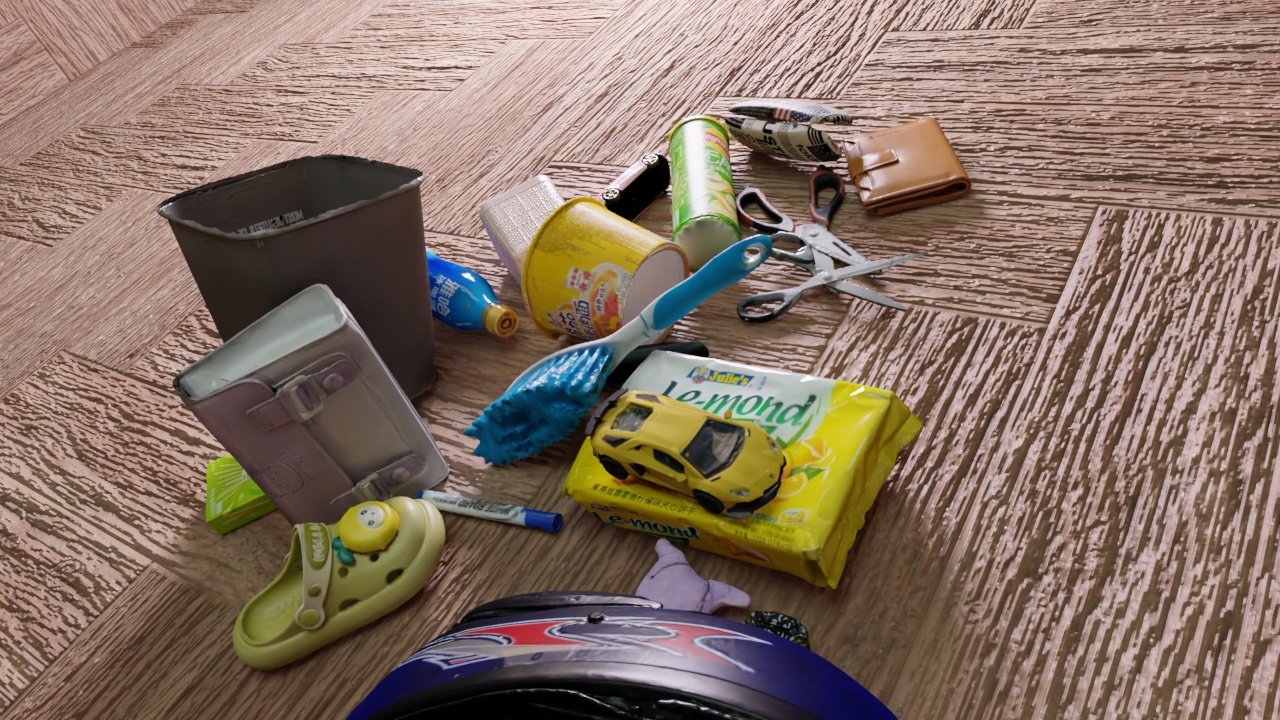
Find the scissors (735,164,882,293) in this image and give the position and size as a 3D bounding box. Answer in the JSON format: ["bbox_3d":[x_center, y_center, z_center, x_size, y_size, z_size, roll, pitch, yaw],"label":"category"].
[{"bbox_3d":[0.172,-0.140,0.935,0.190,0.015,0.221,8,48,30],"label":"scissors"}]

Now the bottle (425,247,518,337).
[{"bbox_3d":[-0.206,-0.073,0.994,0.065,0.065,0.219,-42,45,-22],"label":"bottle"}]

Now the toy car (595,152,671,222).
[{"bbox_3d":[-0.012,-0.189,1.042,0.037,0.056,0.122,26,59,33],"label":"toy car"}]

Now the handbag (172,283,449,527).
[{"bbox_3d":[-0.270,0.056,0.777,0.144,0.197,0.098,-33,41,-12],"label":"handbag"}]

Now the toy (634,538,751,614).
[{"bbox_3d":[0.016,0.183,0.633,0.084,0.039,0.107,25,57,31],"label":"toy"}]

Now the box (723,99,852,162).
[{"bbox_3d":[0.162,-0.271,1.015,0.163,0.074,0.081,29,94,50],"label":"box"}]

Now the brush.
[{"bbox_3d":[-0.026,-0.004,0.758,0.316,0.060,0.109,-29,19,40],"label":"brush"}]

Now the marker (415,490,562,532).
[{"bbox_3d":[-0.131,0.127,0.778,0.146,0.017,0.016,5,47,28],"label":"marker"}]

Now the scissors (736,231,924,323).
[{"bbox_3d":[0.168,-0.075,0.852,0.159,0.014,0.181,-37,44,-3],"label":"scissors"}]

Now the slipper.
[{"bbox_3d":[-0.249,0.170,0.735,0.190,0.082,0.091,-33,44,-9],"label":"slipper"}]

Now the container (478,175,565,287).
[{"bbox_3d":[-0.108,-0.126,0.991,0.090,0.090,0.111,-28,43,-7],"label":"container"}]

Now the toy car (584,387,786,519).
[{"bbox_3d":[0.032,0.061,0.654,0.156,0.041,0.071,17,55,37],"label":"toy car"}]

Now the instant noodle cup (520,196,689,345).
[{"bbox_3d":[-0.027,-0.074,0.870,0.110,0.138,0.137,24,58,30],"label":"instant noodle cup"}]

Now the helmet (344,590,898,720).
[{"bbox_3d":[0.001,0.228,0.429,0.316,0.240,0.247,-14,79,20],"label":"helmet"}]

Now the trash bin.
[{"bbox_3d":[-0.309,-0.065,0.883,0.199,0.220,0.198,19,37,37],"label":"trash bin"}]

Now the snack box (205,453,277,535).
[{"bbox_3d":[-0.344,0.101,0.893,0.156,0.026,0.085,-25,41,-4],"label":"snack box"}]

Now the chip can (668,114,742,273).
[{"bbox_3d":[0.067,-0.180,0.983,0.073,0.073,0.220,-12,41,12],"label":"chip can"}]

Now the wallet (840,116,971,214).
[{"bbox_3d":[0.271,-0.203,0.951,0.108,0.031,0.131,-11,40,10],"label":"wallet"}]

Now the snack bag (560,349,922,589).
[{"bbox_3d":[0.069,0.078,0.702,0.247,0.068,0.157,11,50,33],"label":"snack bag"}]

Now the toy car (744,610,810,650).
[{"bbox_3d":[0.076,0.212,0.581,0.048,0.032,0.105,8,60,30],"label":"toy car"}]

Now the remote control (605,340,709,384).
[{"bbox_3d":[-0.005,0.005,0.831,0.137,0.053,0.024,-7,67,18],"label":"remote control"}]
